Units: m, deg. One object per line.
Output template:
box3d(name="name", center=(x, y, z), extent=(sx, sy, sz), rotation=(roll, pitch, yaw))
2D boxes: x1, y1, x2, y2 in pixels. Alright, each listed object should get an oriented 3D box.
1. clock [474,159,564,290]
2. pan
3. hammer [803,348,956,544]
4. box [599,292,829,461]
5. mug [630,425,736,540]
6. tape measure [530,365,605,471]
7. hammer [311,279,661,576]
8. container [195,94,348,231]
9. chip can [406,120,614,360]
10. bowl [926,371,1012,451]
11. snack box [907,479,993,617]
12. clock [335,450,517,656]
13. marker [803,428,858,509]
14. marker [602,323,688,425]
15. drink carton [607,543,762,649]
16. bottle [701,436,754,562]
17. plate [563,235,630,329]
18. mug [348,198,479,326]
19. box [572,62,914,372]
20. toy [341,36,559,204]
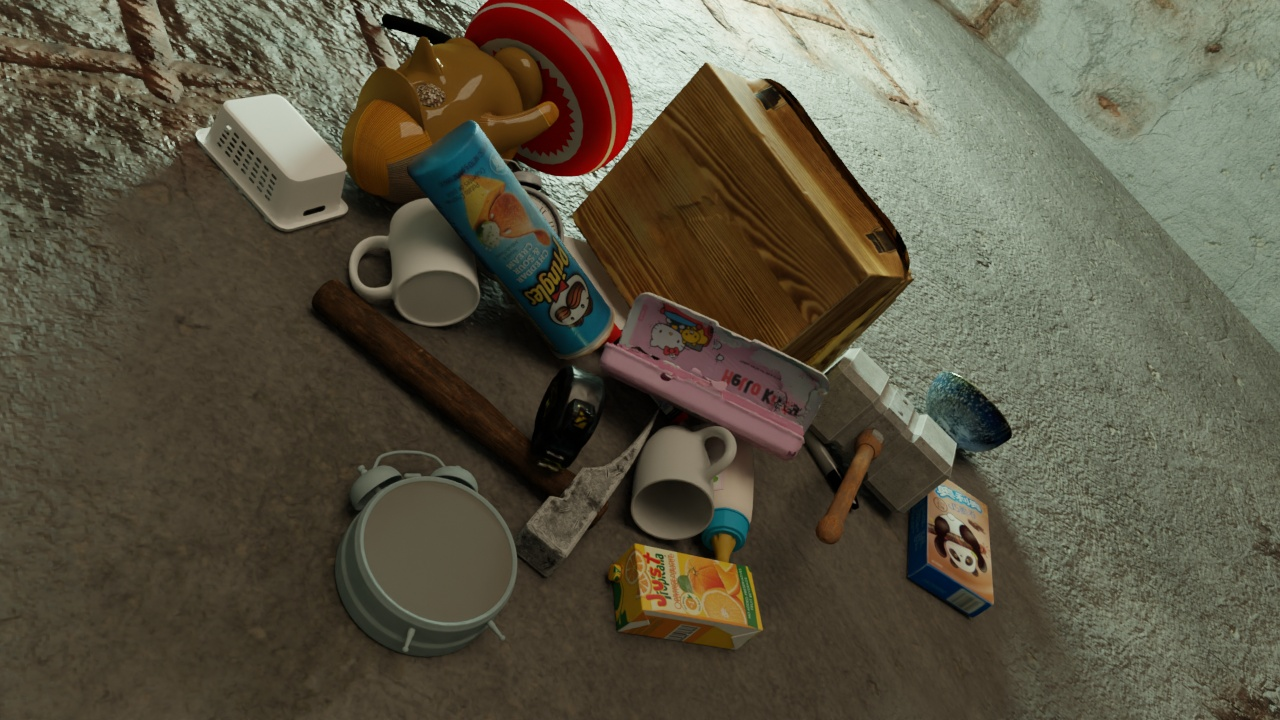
box3d(name="clock", center=(-0.124, -0.134, 0.891), extent=(0.094, 0.035, 0.122), rotation=(-17, 97, -25))
box3d(name="pan", center=(-0.167, -0.321, 1.014), extent=(0.356, 0.209, 0.067), rotation=(24, 54, 21))
box3d(name="hammer", center=(0.213, 0.105, 0.899), extent=(0.162, 0.083, 0.316), rotation=(46, 27, 5))
box3d(name="box", center=(0.071, 0.010, 0.852), extent=(0.202, 0.095, 0.088), rotation=(26, -7, 9))
box3d(name="mug", center=(0.042, 0.092, 0.807), extent=(0.071, 0.107, 0.089), rotation=(41, 27, -22))
box3d(name="tape measure", center=(-0.058, 0.042, 0.743), extent=(0.042, 0.072, 0.072), rotation=(22, 35, -14))
box3d(name="hammer", center=(-0.134, 0.018, 0.793), extent=(0.300, 0.037, 0.217), rotation=(39, 38, 1))
box3d(name="container", center=(-0.324, -0.183, 0.824), extent=(0.129, 0.050, 0.080), rotation=(46, 39, 8))
box3d(name="chip can", center=(-0.109, -0.101, 0.815), extent=(0.229, 0.080, 0.079), rotation=(54, 27, -36))
box3d(name="bowl", center=(0.394, 0.075, 1.134), extent=(0.114, 0.060, 0.114), rotation=(47, -4, 4))
box3d(name="snack box", center=(0.338, 0.196, 1.002), extent=(0.087, 0.034, 0.150), rotation=(33, 38, -7))
box3d(name="clock", center=(-0.153, 0.132, 0.657), extent=(0.122, 0.045, 0.159), rotation=(5, 51, -37))
box3d(name="marker", center=(0.197, 0.103, 0.997), extent=(0.138, 0.016, 0.022), rotation=(60, 14, 26))
box3d(name="marker", center=(-0.005, 0.005, 0.910), extent=(0.023, 0.021, 0.145), rotation=(-39, 87, -16))
box3d(name="drink carton", center=(0.035, 0.194, 0.752), extent=(0.122, 0.041, 0.058), rotation=(17, 44, -26))
box3d(name="bottle", center=(0.078, 0.130, 0.841), extent=(0.051, 0.051, 0.145), rotation=(27, 40, -15))
box3d(name="plate", center=(-0.063, -0.079, 0.965), extent=(0.134, 0.011, 0.134), rotation=(22, 41, -21))
box3d(name="mug", center=(-0.203, -0.086, 0.820), extent=(0.110, 0.074, 0.090), rotation=(-6, 52, -11))
box3d(name="box", center=(0.128, -0.129, 0.969), extent=(0.215, 0.258, 0.279), rotation=(-4, 57, -51))
box3d(name="toy", center=(-0.205, -0.234, 0.897), extent=(0.199, 0.163, 0.202), rotation=(19, 44, 25))
